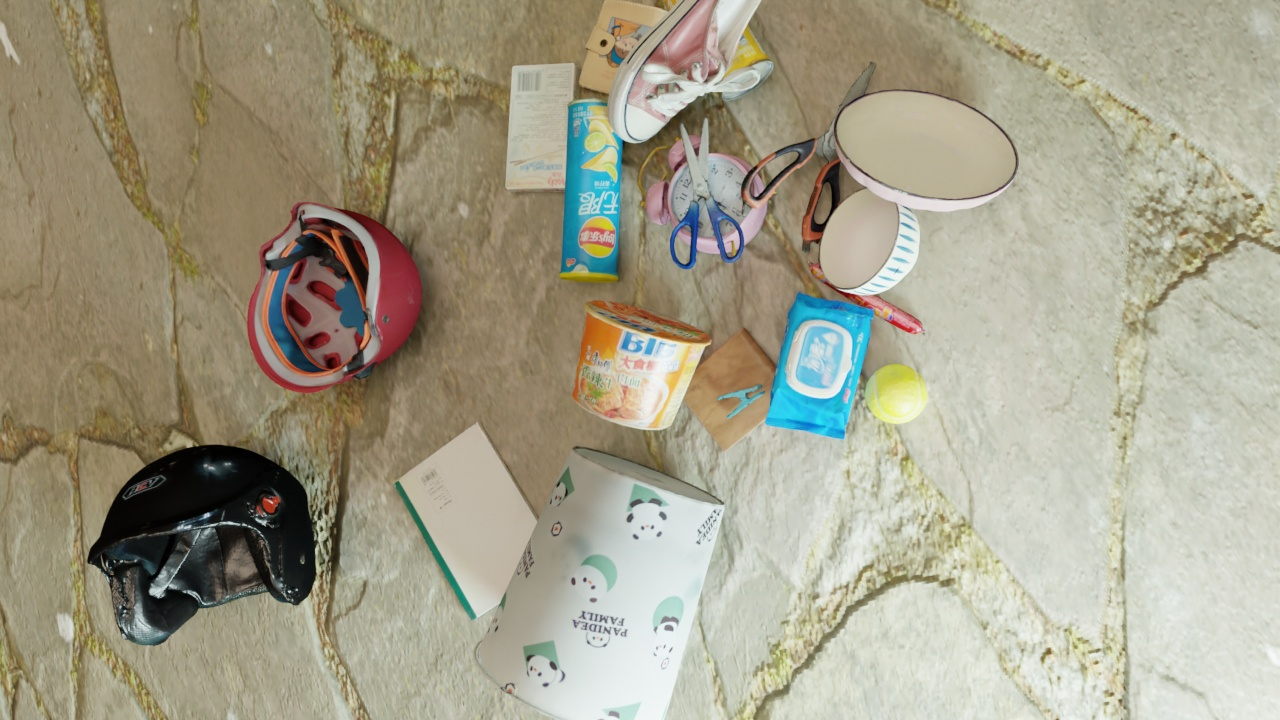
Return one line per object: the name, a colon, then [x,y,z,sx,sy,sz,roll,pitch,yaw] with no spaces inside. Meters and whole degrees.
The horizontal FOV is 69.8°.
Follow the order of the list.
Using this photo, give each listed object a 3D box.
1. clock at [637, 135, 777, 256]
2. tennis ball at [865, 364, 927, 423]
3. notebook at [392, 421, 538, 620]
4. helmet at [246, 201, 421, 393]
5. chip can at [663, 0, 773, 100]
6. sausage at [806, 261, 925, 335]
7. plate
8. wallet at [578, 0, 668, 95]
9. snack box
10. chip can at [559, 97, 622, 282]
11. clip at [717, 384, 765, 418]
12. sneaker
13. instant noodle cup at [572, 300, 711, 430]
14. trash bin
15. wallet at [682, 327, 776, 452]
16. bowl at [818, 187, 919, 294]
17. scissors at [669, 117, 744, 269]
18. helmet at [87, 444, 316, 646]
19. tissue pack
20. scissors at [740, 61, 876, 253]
clock: [0.070,-0.194,1.068,0.158,0.059,0.117,32,99,14]
tennis ball: [0.279,0.036,1.001,0.065,0.065,0.065,0,89,16]
notebook: [-0.211,0.206,1.172,0.150,0.012,0.209,-35,80,13]
helmet: [-0.373,-0.075,1.160,0.241,0.143,0.207,-46,77,25]
chip can: [0.072,-0.410,1.066,0.072,0.072,0.213,-32,81,14]
sausage: [0.253,-0.070,1.034,0.156,0.020,0.020,33,98,15]
plate: [0.295,-0.216,0.967,0.192,0.039,0.192,2,49,-3]
wallet: [-0.024,-0.380,1.120,0.087,0.024,0.115,20,96,11]
snack box: [-0.121,-0.289,1.144,0.085,0.027,0.157,3,90,16]
chip can: [-0.058,-0.201,1.101,0.071,0.071,0.210,2,90,16]
clip: [0.117,0.043,1.056,0.055,0.013,0.037,-29,83,18]
sneaker: [0.052,-0.318,0.997,0.242,0.118,0.087,-45,53,34]
instant noodle cup: [-0.006,0.006,1.050,0.151,0.151,0.111,20,103,16]
trash bin: [-0.035,0.243,1.018,0.230,0.229,0.252,20,90,16]
wallet: [0.110,0.036,1.076,0.115,0.020,0.101,-42,78,14]
bowl: [0.258,-0.124,0.998,0.117,0.066,0.116,-32,51,49]
scissors: [0.061,-0.182,1.034,0.144,0.012,0.170,-40,80,11]
helmet: [-0.537,0.214,1.141,0.233,0.275,0.229,-18,57,7]
tissue pack: [0.198,0.006,1.019,0.095,0.052,0.157,14,82,10]
scissors: [0.202,-0.225,1.024,0.188,0.015,0.224,-3,106,-16]
